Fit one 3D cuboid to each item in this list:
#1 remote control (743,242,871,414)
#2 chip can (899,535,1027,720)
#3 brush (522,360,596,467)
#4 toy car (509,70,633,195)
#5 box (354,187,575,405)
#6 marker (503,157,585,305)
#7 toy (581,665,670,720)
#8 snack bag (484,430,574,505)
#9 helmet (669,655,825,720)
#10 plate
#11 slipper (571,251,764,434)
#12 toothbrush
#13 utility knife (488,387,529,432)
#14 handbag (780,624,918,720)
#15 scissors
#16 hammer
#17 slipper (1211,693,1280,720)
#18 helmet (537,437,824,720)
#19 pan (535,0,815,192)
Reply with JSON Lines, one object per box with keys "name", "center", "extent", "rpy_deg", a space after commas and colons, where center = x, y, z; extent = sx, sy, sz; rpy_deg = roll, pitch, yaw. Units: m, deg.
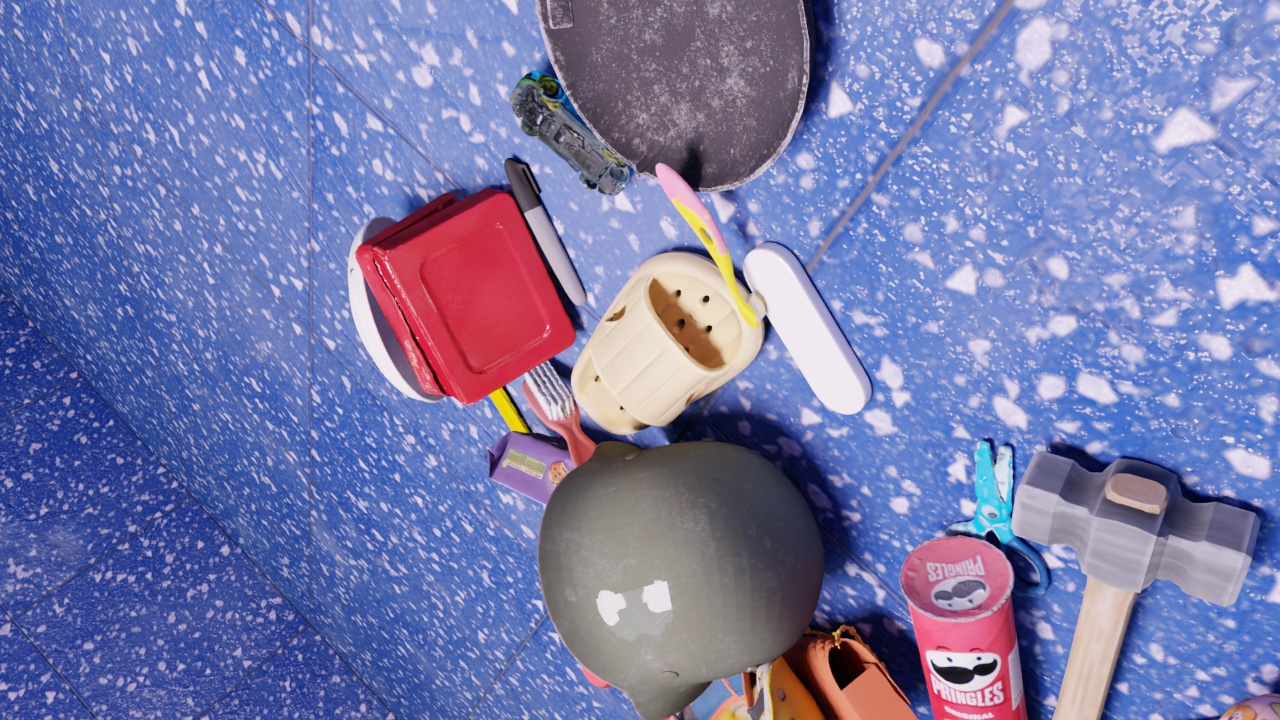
{"name": "remote control", "center": [0.116, -0.021, 0.635], "extent": [0.043, 0.013, 0.136], "rpy_deg": [-18, 109, 54]}
{"name": "chip can", "center": [0.245, 0.234, 0.675], "extent": [0.073, 0.073, 0.233], "rpy_deg": [13, 136, 41]}
{"name": "brush", "center": [-0.070, 0.050, 0.835], "extent": [0.172, 0.041, 0.030], "rpy_deg": [51, 158, 49]}
{"name": "toy car", "center": [-0.046, -0.164, 0.660], "extent": [0.105, 0.032, 0.048], "rpy_deg": [42, 146, -6]}
{"name": "box", "center": [-0.148, -0.055, 0.796], "extent": [0.123, 0.136, 0.157], "rpy_deg": [9, 131, 45]}
{"name": "marker", "center": [-0.077, -0.107, 0.769], "extent": [0.022, 0.016, 0.139], "rpy_deg": [-15, 114, 28]}
{"name": "toy", "center": [0.054, 0.322, 0.941], "extent": [0.197, 0.120, 0.159], "rpy_deg": [44, 109, 7]}
{"name": "snack bag", "center": [-0.050, 0.117, 0.881], "extent": [0.206, 0.096, 0.058], "rpy_deg": [15, 90, 40]}
{"name": "helmet", "center": [0.070, 0.368, 0.768], "extent": [0.139, 0.239, 0.210], "rpy_deg": [46, 153, -3]}
{"name": "plate", "center": [-0.230, -0.045, 0.869], "extent": [0.034, 0.182, 0.182], "rpy_deg": [-16, 117, 10]}
{"name": "slipper", "center": [-0.004, 0.004, 0.739], "extent": [0.111, 0.079, 0.262], "rpy_deg": [51, 147, 3]}
{"name": "toothbrush", "center": [0.049, -0.076, 0.610], "extent": [0.021, 0.016, 0.135], "rpy_deg": [6, 136, 54]}
{"name": "utility knife", "center": [-0.140, 0.063, 1.001], "extent": [0.031, 0.017, 0.155], "rpy_deg": [0, 122, 54]}
{"name": "handbag", "center": [0.176, 0.284, 0.799], "extent": [0.109, 0.060, 0.172], "rpy_deg": [55, 164, 8]}
{"name": "scissors", "center": [0.245, 0.107, 0.617], "extent": [0.083, 0.015, 0.141], "rpy_deg": [25, 137, 34]}
{"name": "hammer", "center": [0.299, 0.196, 0.606], "extent": [0.117, 0.051, 0.323], "rpy_deg": [17, 136, 31]}
{"name": "slipper", "center": [0.361, 0.268, 0.587], "extent": [0.081, 0.093, 0.197], "rpy_deg": [42, 149, 48]}
{"name": "helmet", "center": [0.049, 0.151, 0.705], "extent": [0.154, 0.267, 0.226], "rpy_deg": [-24, 68, 37]}
{"name": "pan", "center": [-0.039, -0.242, 0.574], "extent": [0.357, 0.040, 0.208], "rpy_deg": [36, 144, 20]}
